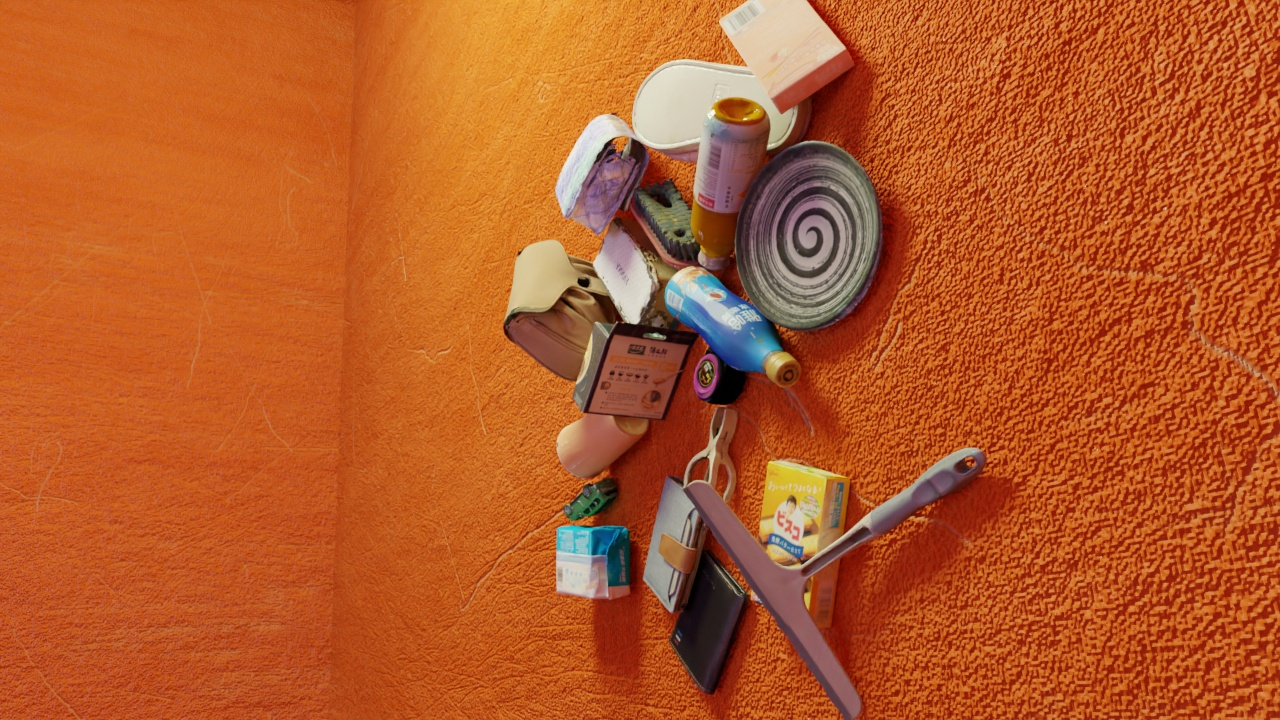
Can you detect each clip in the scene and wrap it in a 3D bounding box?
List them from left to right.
[{"bbox_3d":[0.086,0.108,0.981,0.103,0.035,0.092,-63,30,19],"label":"clip"}]

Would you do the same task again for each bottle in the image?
[{"bbox_3d":[0.090,-0.179,0.963,0.190,0.068,0.068,96,159,-44],"label":"bottle"},{"bbox_3d":[0.097,-0.034,0.956,0.218,0.065,0.065,46,124,54],"label":"bottle"}]

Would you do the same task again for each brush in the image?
[{"bbox_3d":[0.041,-0.151,1.094,0.069,0.063,0.145,81,167,-45],"label":"brush"}]

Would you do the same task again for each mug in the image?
[{"bbox_3d":[-0.045,0.095,1.183,0.123,0.078,0.078,-38,52,46],"label":"mug"}]

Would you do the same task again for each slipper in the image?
[{"bbox_3d":[0.089,-0.277,1.027,0.275,0.054,0.114,18,104,49],"label":"slipper"}]

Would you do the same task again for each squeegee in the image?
[{"bbox_3d":[0.190,0.139,0.762,0.247,0.039,0.246,-45,73,33],"label":"squeegee"}]

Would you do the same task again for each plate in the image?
[{"bbox_3d":[0.161,-0.116,0.874,0.180,0.024,0.179,1,92,51],"label":"plate"}]

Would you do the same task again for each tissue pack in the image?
[{"bbox_3d":[-0.061,0.257,1.183,0.140,0.063,0.090,-18,71,60],"label":"tissue pack"}]

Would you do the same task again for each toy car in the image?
[{"bbox_3d":[-0.066,0.188,1.225,0.091,0.043,0.036,-43,70,39],"label":"toy car"}]

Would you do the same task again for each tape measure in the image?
[{"bbox_3d":[0.087,0.019,0.990,0.057,0.039,0.058,44,118,55],"label":"tape measure"}]

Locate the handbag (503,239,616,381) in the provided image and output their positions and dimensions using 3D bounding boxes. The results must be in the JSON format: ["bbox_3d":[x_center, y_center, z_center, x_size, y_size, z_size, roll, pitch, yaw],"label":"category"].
[{"bbox_3d":[-0.100,-0.075,1.210,0.100,0.147,0.204,-53,22,32],"label":"handbag"}]

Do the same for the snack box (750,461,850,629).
[{"bbox_3d":[0.148,0.170,0.856,0.087,0.033,0.140,11,92,61],"label":"snack box"}]

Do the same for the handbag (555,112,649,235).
[{"bbox_3d":[-0.050,-0.248,1.206,0.134,0.075,0.193,-59,20,17],"label":"handbag"}]

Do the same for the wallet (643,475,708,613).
[{"bbox_3d":[0.037,0.206,1.033,0.106,0.037,0.130,-148,70,-70],"label":"wallet"}]

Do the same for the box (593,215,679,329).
[{"bbox_3d":[-0.002,-0.110,1.160,0.090,0.059,0.184,-63,33,30],"label":"box"}]

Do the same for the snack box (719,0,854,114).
[{"bbox_3d":[0.144,-0.321,0.926,0.084,0.026,0.157,-32,50,13],"label":"snack box"}]

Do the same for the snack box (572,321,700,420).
[{"bbox_3d":[-0.006,0.006,1.084,0.053,0.113,0.126,49,126,54],"label":"snack box"}]

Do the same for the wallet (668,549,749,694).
[{"bbox_3d":[0.072,0.279,0.986,0.096,0.020,0.122,41,118,57],"label":"wallet"}]
